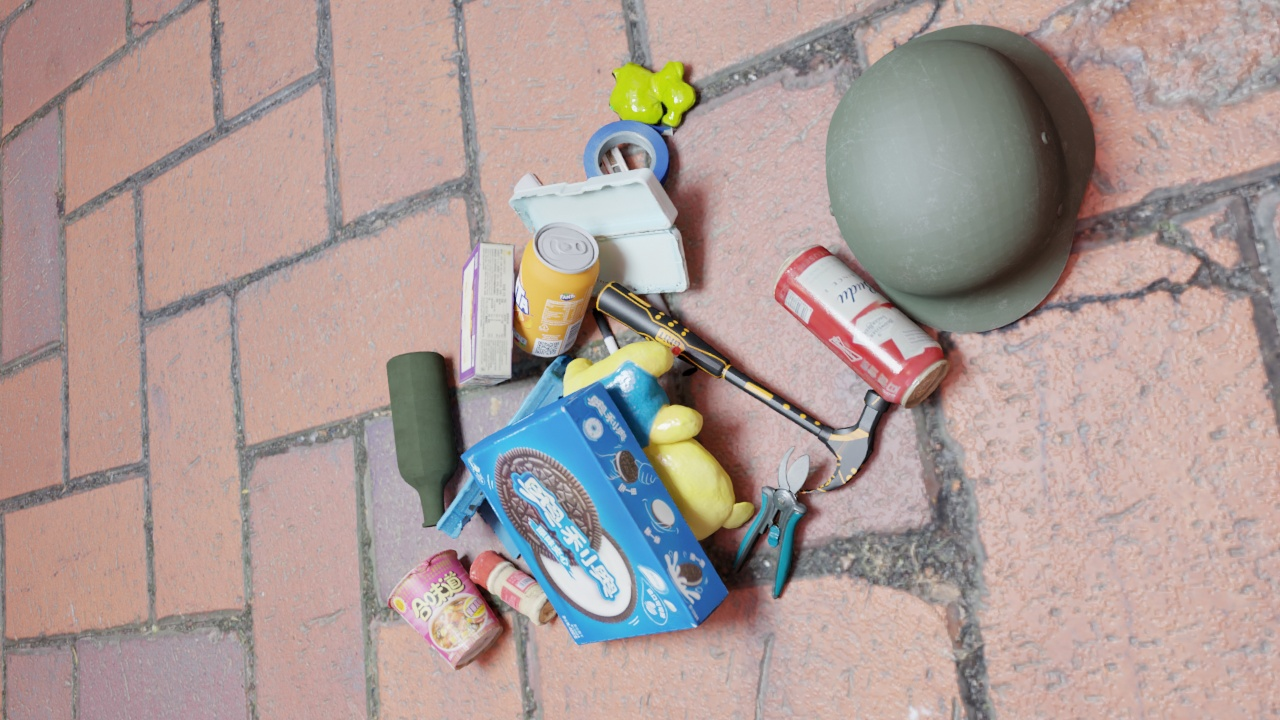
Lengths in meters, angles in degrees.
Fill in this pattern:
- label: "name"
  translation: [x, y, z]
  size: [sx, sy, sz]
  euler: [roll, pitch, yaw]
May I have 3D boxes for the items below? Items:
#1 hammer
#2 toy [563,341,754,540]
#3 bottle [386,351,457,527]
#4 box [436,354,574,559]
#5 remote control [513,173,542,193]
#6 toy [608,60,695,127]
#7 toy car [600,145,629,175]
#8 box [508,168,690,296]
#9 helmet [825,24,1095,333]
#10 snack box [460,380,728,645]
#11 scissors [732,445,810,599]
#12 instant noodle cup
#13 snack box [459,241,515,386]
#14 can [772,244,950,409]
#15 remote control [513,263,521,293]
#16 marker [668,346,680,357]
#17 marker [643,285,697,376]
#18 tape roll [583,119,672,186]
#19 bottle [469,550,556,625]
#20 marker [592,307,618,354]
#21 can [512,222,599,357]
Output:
- label: "hammer"
  translation: [0.082, 0.013, 0.900]
  size: [0.321, 0.036, 0.123]
  euler: [33, 108, 24]
- label: "toy"
  translation: [0.006, 0.089, 0.899]
  size: [0.149, 0.083, 0.214]
  euler: [-19, 100, 44]
- label: "bottle"
  translation: [-0.259, 0.095, 1.104]
  size: [0.072, 0.071, 0.206]
  euler: [-17, 76, 30]
- label: "box"
  translation: [-0.117, 0.116, 1.020]
  size: [0.102, 0.094, 0.232]
  euler: [36, 106, 0]
- label: "remote control"
  translation: [-0.106, -0.165, 1.064]
  size: [0.033, 0.012, 0.131]
  euler: [-46, 64, 21]
- label: "toy"
  translation: [0.011, -0.287, 0.989]
  size: [0.094, 0.036, 0.094]
  euler: [-29, 77, 22]
- label: "toy car"
  translation: [-0.021, -0.191, 1.000]
  size: [0.039, 0.039, 0.113]
  euler: [-28, 70, 5]
- label: "box"
  translation: [-0.043, -0.131, 0.970]
  size: [0.198, 0.049, 0.136]
  euler: [0, 122, 42]
- label: "helmet"
  translation: [0.245, -0.151, 0.754]
  size: [0.228, 0.153, 0.268]
  euler: [-15, 89, 31]
- label: "snack box"
  translation: [-0.050, 0.157, 0.889]
  size: [0.196, 0.056, 0.239]
  euler: [-27, 95, 47]
- label: "scissors"
  translation: [0.128, 0.159, 0.868]
  size: [0.128, 0.019, 0.153]
  euler: [-25, 80, 37]
- label: "instant noodle cup"
  translation: [-0.217, 0.289, 1.051]
  size: [0.108, 0.097, 0.098]
  euler: [45, 109, 19]
- label: "snack box"
  translation: [-0.173, -0.047, 1.020]
  size: [0.148, 0.040, 0.143]
  euler: [166, 106, -72]
- label: "can"
  translation: [0.195, -0.033, 0.825]
  size: [0.170, 0.067, 0.067]
  euler: [47, 110, 27]
- label: "remote control"
  translation: [-0.149, -0.073, 1.086]
  size: [0.147, 0.008, 0.045]
  euler: [-48, 63, 20]
- label: "marker"
  translation: [-0.006, 0.005, 0.937]
  size: [0.143, 0.012, 0.012]
  euler: [-20, 74, 51]
- label: "marker"
  translation: [0.023, -0.048, 0.968]
  size: [0.016, 0.016, 0.140]
  euler: [-34, 68, 25]
- label: "tape roll"
  translation: [-0.015, -0.211, 0.975]
  size: [0.091, 0.016, 0.093]
  euler: [8, 73, 9]
- label: "bottle"
  translation: [-0.141, 0.254, 1.029]
  size: [0.109, 0.044, 0.044]
  euler: [24, 98, 31]
- label: "marker"
  translation: [-0.021, 0.007, 0.994]
  size: [0.011, 0.011, 0.152]
  euler: [-34, 69, 26]
- label: "can"
  translation: [-0.093, -0.073, 0.972]
  size: [0.079, 0.079, 0.143]
  euler: [56, 147, 24]
